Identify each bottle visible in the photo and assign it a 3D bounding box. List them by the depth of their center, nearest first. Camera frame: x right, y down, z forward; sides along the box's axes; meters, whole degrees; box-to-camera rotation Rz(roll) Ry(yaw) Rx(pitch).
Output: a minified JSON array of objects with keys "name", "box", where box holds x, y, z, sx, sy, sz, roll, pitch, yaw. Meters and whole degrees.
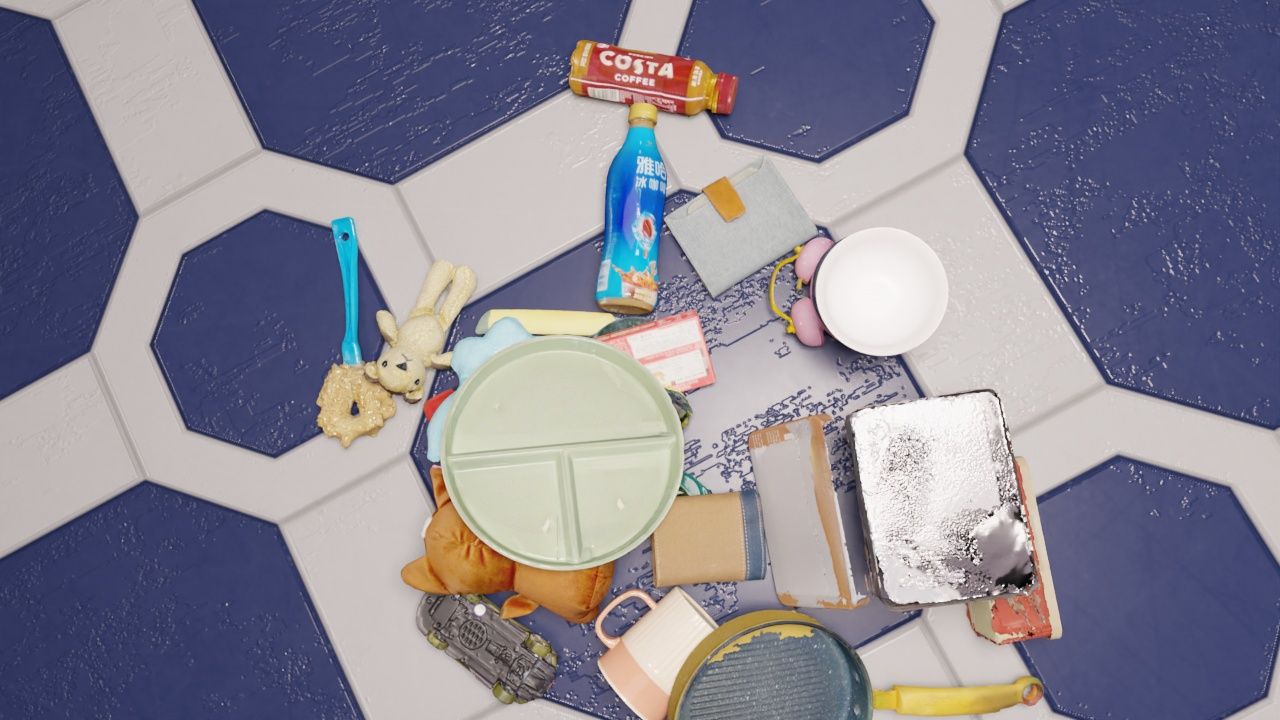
[{"name":"bottle","box":[-0.006,-0.159,0.958,0.065,0.065,0.218,4,82,6]},{"name":"bottle","box":[0.015,-0.297,0.976,0.175,0.057,0.057,13,84,7]}]

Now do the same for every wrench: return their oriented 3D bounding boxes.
[{"name":"wrench","box":[-0.100,0.012,0.966,0.273,0.016,0.056,-18,96,4]}]

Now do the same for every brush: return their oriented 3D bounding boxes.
[{"name":"brush","box":[-0.312,-0.033,0.989,0.083,0.046,0.254,-9,78,8]}]

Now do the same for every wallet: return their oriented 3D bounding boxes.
[{"name":"wallet","box":[0.066,0.176,0.906,0.115,0.033,0.090,-2,81,-15]},{"name":"wallet","box":[0.103,-0.143,0.959,0.130,0.037,0.106,-31,82,1]}]

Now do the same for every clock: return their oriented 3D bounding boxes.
[{"name":"clock","box":[0.210,-0.068,0.928,0.158,0.060,0.117,5,84,5]}]

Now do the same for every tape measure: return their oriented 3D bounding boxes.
[{"name":"tape measure","box":[0.037,0.141,0.935,0.054,0.025,0.058,41,87,8]}]

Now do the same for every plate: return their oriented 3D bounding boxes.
[{"name":"plate","box":[-0.073,0.085,0.874,0.230,0.028,0.229,3,69,-8]}]

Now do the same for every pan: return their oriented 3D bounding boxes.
[{"name":"pan","box":[0.201,0.325,0.859,0.357,0.078,0.198,-6,100,-14]}]

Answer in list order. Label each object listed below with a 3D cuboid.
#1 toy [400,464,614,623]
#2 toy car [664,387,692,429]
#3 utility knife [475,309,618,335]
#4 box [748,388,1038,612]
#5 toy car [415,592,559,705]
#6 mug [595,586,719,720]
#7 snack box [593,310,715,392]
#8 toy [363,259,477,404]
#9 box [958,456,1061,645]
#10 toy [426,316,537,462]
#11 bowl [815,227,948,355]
[{"name":"toy","box":[-0.125,0.184,0.902,0.199,0.131,0.140,14,79,-13]},{"name":"toy car","box":[0.010,0.073,0.938,0.048,0.032,0.105,36,100,-6]},{"name":"utility knife","box":[-0.073,-0.037,0.972,0.205,0.021,0.031,2,87,8]},{"name":"box","box":[0.209,0.131,0.828,0.271,0.134,0.179,-15,80,36]},{"name":"toy car","box":[-0.155,0.282,0.927,0.158,0.042,0.070,36,87,8]},{"name":"mug","box":[0.014,0.274,0.891,0.106,0.081,0.114,-44,84,-3]},{"name":"snack box","box":[-0.006,0.005,0.941,0.153,0.025,0.075,-16,109,4]},{"name":"toy","box":[-0.225,-0.034,0.963,0.105,0.066,0.157,29,76,-11]},{"name":"box","box":[0.331,0.178,0.868,0.076,0.091,0.168,-9,82,1]},{"name":"toy","box":[-0.151,0.038,0.926,0.161,0.050,0.156,-27,62,-8]},{"name":"bowl","box":[0.221,-0.060,0.862,0.118,0.065,0.118,0,85,4]}]
